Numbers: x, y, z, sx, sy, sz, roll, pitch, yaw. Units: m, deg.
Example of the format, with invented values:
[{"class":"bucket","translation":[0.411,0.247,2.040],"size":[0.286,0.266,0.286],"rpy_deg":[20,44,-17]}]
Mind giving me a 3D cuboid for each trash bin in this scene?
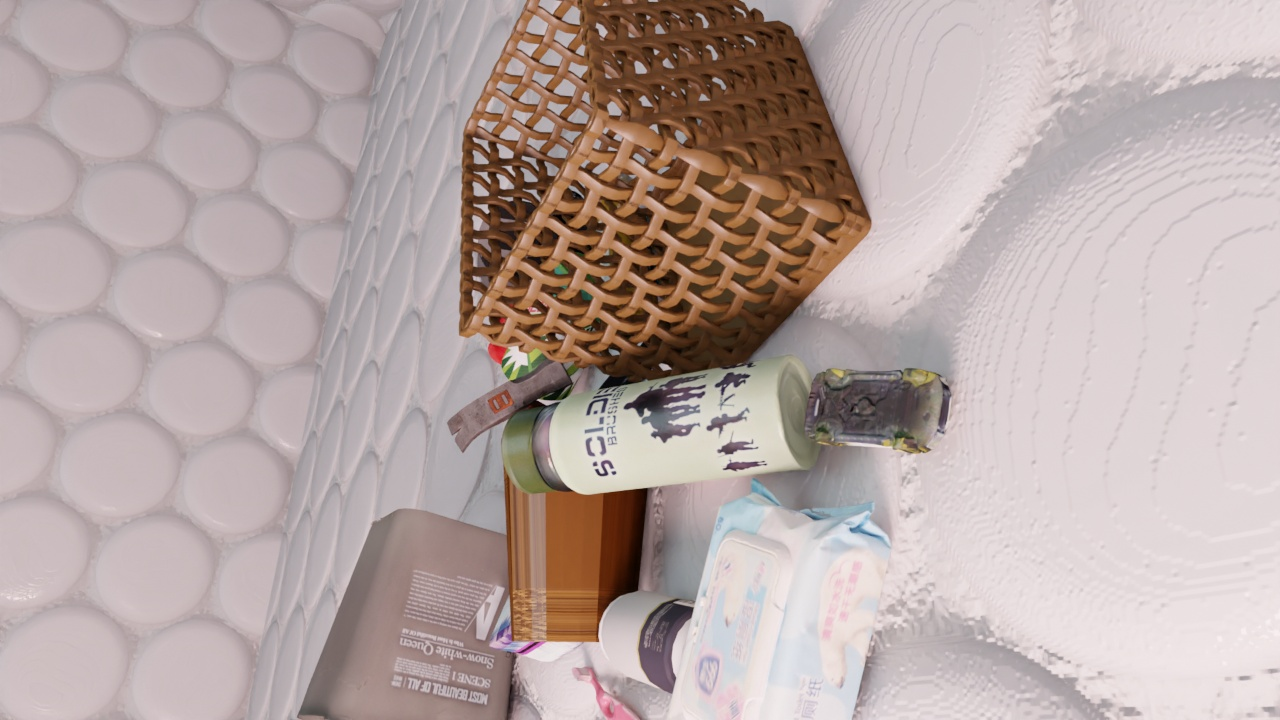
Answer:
[{"class":"trash bin","translation":[-0.231,0.292,0.978],"size":[0.198,0.197,0.219],"rpy_deg":[-30,44,54]}]

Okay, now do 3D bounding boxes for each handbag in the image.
[{"class":"handbag","translation":[-0.093,0.197,0.898],"size":[0.145,0.068,0.169],"rpy_deg":[-44,33,45]}]

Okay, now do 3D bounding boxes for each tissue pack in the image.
[{"class":"tissue pack","translation":[0.081,0.165,0.559],"size":[0.112,0.070,0.181],"rpy_deg":[2,77,64]}]

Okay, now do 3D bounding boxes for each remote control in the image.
[{"class":"remote control","translation":[-0.005,0.005,0.870],"size":[0.137,0.015,0.032],"rpy_deg":[-50,35,40]}]

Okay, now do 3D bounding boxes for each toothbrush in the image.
[{"class":"toothbrush","translation":[-0.027,0.284,0.762],"size":[0.135,0.016,0.021],"rpy_deg":[14,89,64]}]

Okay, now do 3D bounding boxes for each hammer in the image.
[{"class":"hammer","translation":[-0.103,0.048,0.856],"size":[0.028,0.111,0.301],"rpy_deg":[61,179,7]}]

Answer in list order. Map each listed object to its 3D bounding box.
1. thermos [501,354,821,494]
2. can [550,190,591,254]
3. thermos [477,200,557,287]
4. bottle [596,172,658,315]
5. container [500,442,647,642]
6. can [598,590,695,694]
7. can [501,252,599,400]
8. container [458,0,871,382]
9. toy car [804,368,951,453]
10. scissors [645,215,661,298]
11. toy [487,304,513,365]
[{"class":"thermos","translation":[0.007,0.050,0.652],"size":[0.232,0.082,0.082],"rpy_deg":[-12,63,31]},{"class":"can","translation":[-0.075,-0.144,1.042],"size":[0.054,0.054,0.137],"rpy_deg":[-60,30,27]},{"class":"thermos","translation":[-0.148,-0.123,1.065],"size":[0.240,0.082,0.082],"rpy_deg":[173,111,-80]},{"class":"bottle","translation":[-0.016,-0.110,0.888],"size":[0.053,0.053,0.185],"rpy_deg":[-50,33,39]},{"class":"container","translation":[-0.056,0.151,0.777],"size":[0.132,0.132,0.167],"rpy_deg":[-26,59,56]},{"class":"can","translation":[0.017,0.204,0.667],"size":[0.128,0.064,0.064],"rpy_deg":[-13,65,60]},{"class":"can","translation":[-0.083,-0.035,0.967],"size":[0.144,0.083,0.083],"rpy_deg":[-61,30,25]},{"class":"container","translation":[0.001,-0.147,0.717],"size":[0.220,0.214,0.251],"rpy_deg":[-50,35,40]},{"class":"toy car","translation":[0.143,0.031,0.552],"size":[0.106,0.033,0.048],"rpy_deg":[-1,73,57]},{"class":"scissors","translation":[0.005,-0.099,0.911],"size":[0.066,0.015,0.134],"rpy_deg":[-56,29,24]},{"class":"toy","translation":[-0.123,-0.025,1.085],"size":[0.093,0.088,0.133],"rpy_deg":[-50,-22,-47]}]
